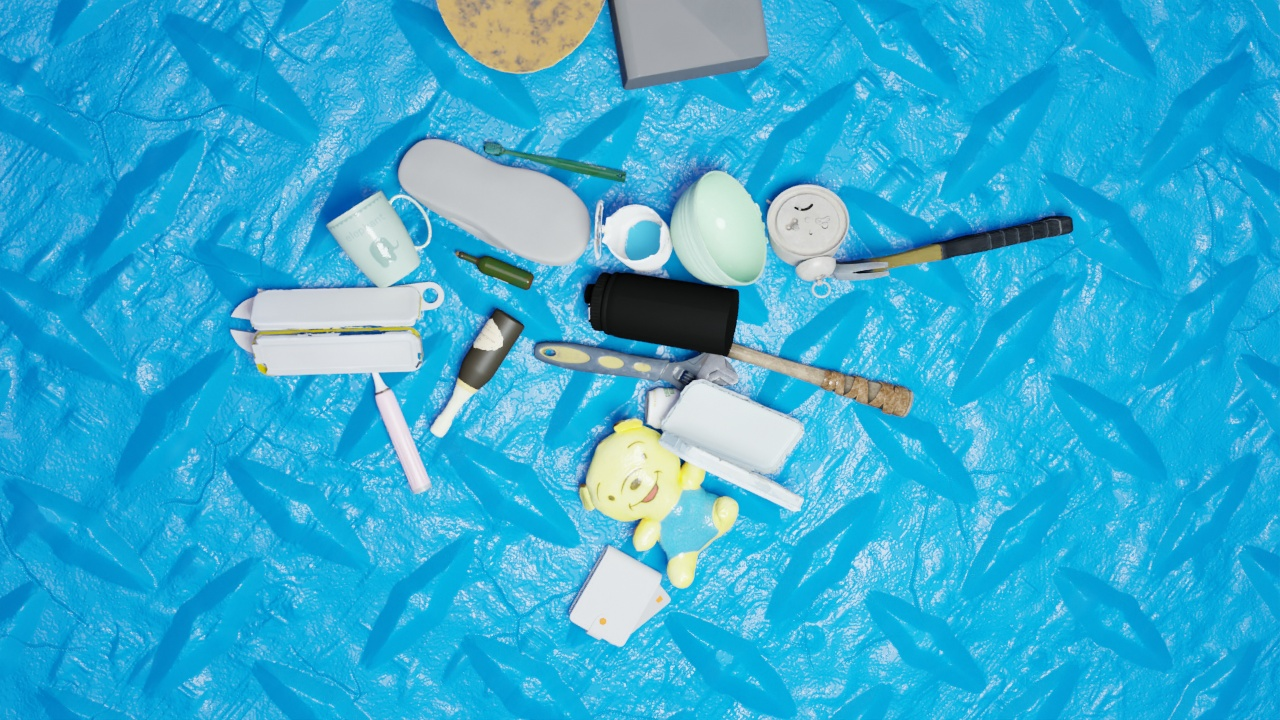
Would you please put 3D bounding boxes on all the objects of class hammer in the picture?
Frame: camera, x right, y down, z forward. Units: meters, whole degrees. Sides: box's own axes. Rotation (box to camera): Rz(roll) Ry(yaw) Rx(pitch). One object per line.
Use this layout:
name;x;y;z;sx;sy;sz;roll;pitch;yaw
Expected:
hammer;0.220;0.014;1.244;0.318;0.049;0.121;17;92;-8
hammer;0.416;-0.149;1.217;0.333;0.118;0.025;-12;101;-9

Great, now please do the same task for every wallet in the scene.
wallet;-0.024;0.331;1.259;0.115;0.037;0.118;30;89;-7

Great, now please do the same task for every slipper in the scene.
slipper;-0.184;-0.194;1.180;0.266;0.081;0.112;23;73;8

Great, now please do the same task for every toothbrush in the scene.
toothbrush;-0.112;-0.260;1.200;0.190;0.017;0.016;11;95;-5
toothbrush;-0.329;0.071;1.212;0.026;0.027;0.222;-23;97;-17

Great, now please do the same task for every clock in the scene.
clock;0.221;-0.152;1.200;0.103;0.061;0.156;-10;71;2

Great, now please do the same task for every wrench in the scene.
wrench;-0.393;-0.060;1.198;0.273;0.018;0.087;-6;96;-5
wrench;-0.007;0.007;1.202;0.273;0.022;0.073;9;88;9

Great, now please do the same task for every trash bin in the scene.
trash bin;0.050;-0.472;1.153;0.192;0.097;0.220;-11;98;-4

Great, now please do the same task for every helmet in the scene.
helmet;-0.141;-0.468;1.119;0.205;0.131;0.255;11;94;-6

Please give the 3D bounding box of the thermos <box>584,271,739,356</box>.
thermos;0.020;-0.064;1.177;0.199;0.086;0.086;10;95;14

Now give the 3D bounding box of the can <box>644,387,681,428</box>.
can;0.059;0.066;1.228;0.101;0.055;0.055;4;95;-5

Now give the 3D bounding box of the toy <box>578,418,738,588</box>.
toy;0.019;0.181;1.224;0.214;0.084;0.149;39;90;-5

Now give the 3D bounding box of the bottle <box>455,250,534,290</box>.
bottle;-0.192;-0.121;1.203;0.106;0.025;0.025;21;93;-7

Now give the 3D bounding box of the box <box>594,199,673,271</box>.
box;-0.012;-0.154;1.148;0.092;0.166;0.083;12;91;7

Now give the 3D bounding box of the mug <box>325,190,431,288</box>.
mug;-0.320;-0.158;1.162;0.111;0.084;0.104;-35;107;-7

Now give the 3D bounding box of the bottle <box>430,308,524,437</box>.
bottle;-0.220;0.020;1.205;0.045;0.045;0.184;33;92;-7

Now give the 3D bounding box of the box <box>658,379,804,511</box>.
box;0.135;0.097;1.189;0.215;0.106;0.127;28;85;-32

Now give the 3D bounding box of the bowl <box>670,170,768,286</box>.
bowl;0.090;-0.161;1.180;0.077;0.150;0.151;-15;99;40

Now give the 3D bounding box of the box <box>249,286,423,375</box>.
box;-0.384;-0.038;1.166;0.210;0.057;0.117;-2;90;-6
